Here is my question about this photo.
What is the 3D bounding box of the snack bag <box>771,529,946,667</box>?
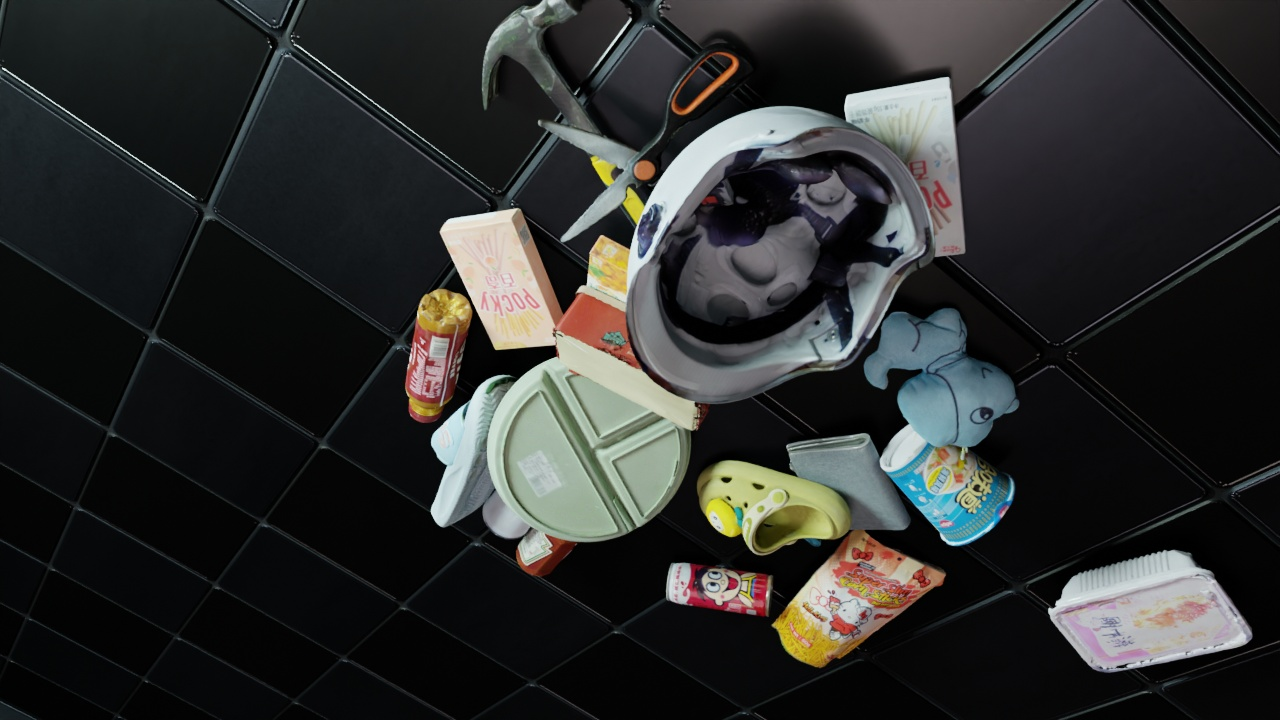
[{"bbox_3d":[0.264,0.298,1.144,0.128,0.073,0.208,30,124,-8],"label":"snack bag"}]

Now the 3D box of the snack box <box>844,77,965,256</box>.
[{"bbox_3d":[0.229,-0.158,0.787,0.085,0.026,0.157,-5,127,20],"label":"snack box"}]

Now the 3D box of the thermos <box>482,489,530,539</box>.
[{"bbox_3d":[-0.120,0.133,1.113,0.073,0.073,0.225,31,130,-10],"label":"thermos"}]

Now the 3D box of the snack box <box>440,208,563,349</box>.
[{"bbox_3d":[-0.140,-0.081,0.963,0.085,0.026,0.157,-5,127,21],"label":"snack box"}]

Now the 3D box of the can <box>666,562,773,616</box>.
[{"bbox_3d":[0.103,0.296,1.188,0.133,0.053,0.053,5,130,13],"label":"can"}]

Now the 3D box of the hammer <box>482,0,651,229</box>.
[{"bbox_3d":[-0.025,-0.175,0.847,0.126,0.031,0.323,-21,120,31],"label":"hammer"}]

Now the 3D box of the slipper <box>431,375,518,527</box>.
[{"bbox_3d":[-0.200,0.103,1.091,0.074,0.103,0.246,41,128,17],"label":"slipper"}]

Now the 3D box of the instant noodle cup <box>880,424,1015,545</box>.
[{"bbox_3d":[0.314,0.120,0.956,0.110,0.099,0.099,42,129,-7],"label":"instant noodle cup"}]

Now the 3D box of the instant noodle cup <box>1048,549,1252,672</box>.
[{"bbox_3d":[0.564,0.275,1.027,0.174,0.060,0.138,-27,117,35],"label":"instant noodle cup"}]

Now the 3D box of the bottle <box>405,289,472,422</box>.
[{"bbox_3d":[-0.233,0.001,1.039,0.057,0.057,0.175,22,132,-2],"label":"bottle"}]

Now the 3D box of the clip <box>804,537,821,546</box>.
[{"bbox_3d":[0.195,0.201,1.103,0.057,0.046,0.014,35,133,-8],"label":"clip"}]

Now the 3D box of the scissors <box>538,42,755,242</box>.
[{"bbox_3d":[0.022,-0.171,0.808,0.231,0.021,0.221,-41,122,20],"label":"scissors"}]

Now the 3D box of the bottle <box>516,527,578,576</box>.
[{"bbox_3d":[-0.092,0.203,1.168,0.060,0.059,0.207,31,127,-10],"label":"bottle"}]

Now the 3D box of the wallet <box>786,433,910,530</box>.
[{"bbox_3d":[0.230,0.136,1.025,0.107,0.036,0.130,-9,125,38],"label":"wallet"}]

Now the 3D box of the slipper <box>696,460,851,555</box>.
[{"bbox_3d":[0.140,0.172,1.035,0.191,0.081,0.092,6,131,34],"label":"slipper"}]

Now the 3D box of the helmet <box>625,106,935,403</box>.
[{"bbox_3d":[0.094,-0.100,0.767,0.229,0.145,0.259,22,122,-27],"label":"helmet"}]

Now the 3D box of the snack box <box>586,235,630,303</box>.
[{"bbox_3d":[0.021,-0.060,0.896,0.156,0.027,0.077,28,156,7],"label":"snack box"}]

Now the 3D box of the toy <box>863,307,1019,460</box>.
[{"bbox_3d":[0.294,0.024,0.891,0.161,0.049,0.156,-6,109,-7],"label":"toy"}]

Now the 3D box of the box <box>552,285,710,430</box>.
[{"bbox_3d":[-0.005,0.005,0.923,0.168,0.077,0.091,26,156,14],"label":"box"}]

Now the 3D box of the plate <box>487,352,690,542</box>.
[{"bbox_3d":[-0.054,0.102,1.017,0.230,0.027,0.230,-2,107,-8],"label":"plate"}]
